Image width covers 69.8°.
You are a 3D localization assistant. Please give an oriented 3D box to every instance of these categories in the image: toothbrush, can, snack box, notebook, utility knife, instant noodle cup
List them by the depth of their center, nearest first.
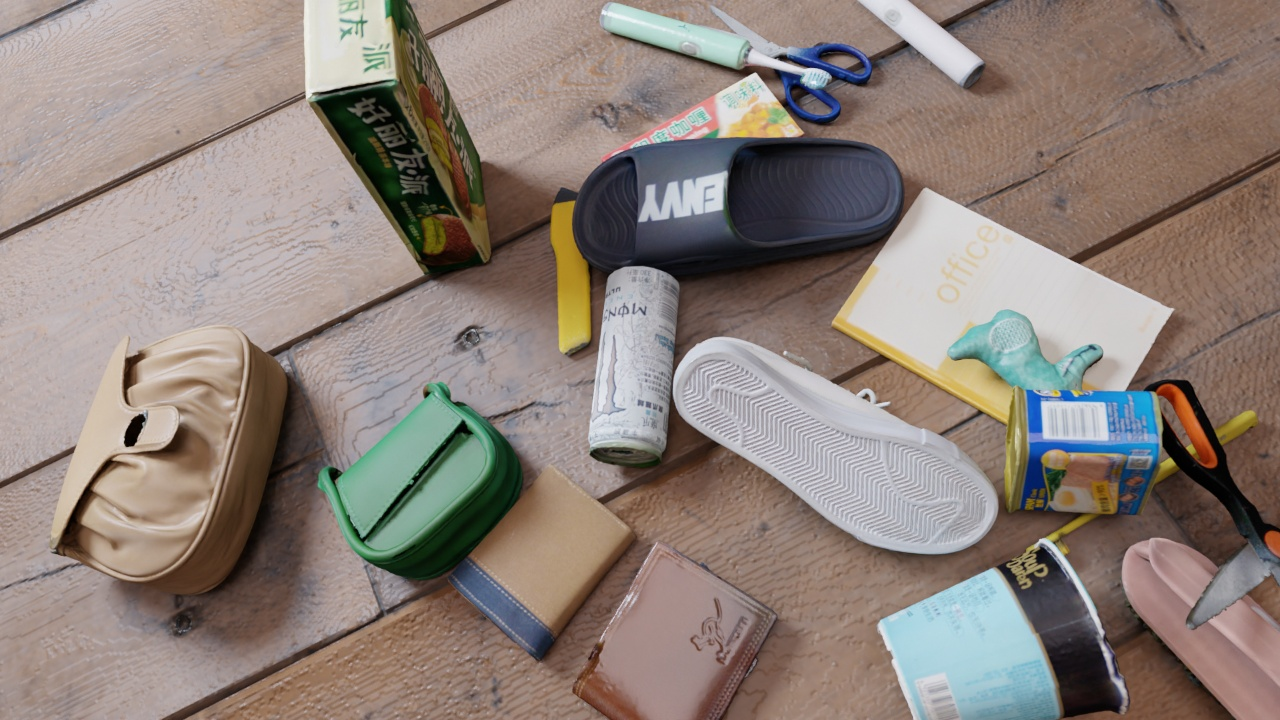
[{"bbox_3d":[0.219,0.184,0.578,0.120,0.111,0.111,-22,67,8],"label":"instant noodle cup"},{"bbox_3d":[0.288,0.061,0.604,0.083,0.102,0.057,0,56,17],"label":"can"},{"bbox_3d":[0.351,0.089,0.639,0.190,0.016,0.016,-30,72,-5],"label":"toothbrush"},{"bbox_3d":[-0.176,-0.171,0.695,0.063,0.240,0.114,-11,66,2],"label":"snack box"},{"bbox_3d":[-0.004,0.004,0.699,0.058,0.058,0.146,3,69,9],"label":"can"},{"bbox_3d":[0.273,-0.033,0.701,0.206,0.010,0.145,33,77,18],"label":"notebook"},{"bbox_3d":[-0.058,-0.076,0.762,0.033,0.015,0.153,-7,68,12],"label":"utility knife"},{"bbox_3d":[0.053,-0.176,0.780,0.155,0.027,0.077,-30,68,-5],"label":"snack box"},{"bbox_3d":[0.064,-0.278,0.812,0.225,0.026,0.027,23,63,20],"label":"toothbrush"},{"bbox_3d":[0.217,-0.319,0.815,0.026,0.027,0.221,-16,59,-45],"label":"toothbrush"}]

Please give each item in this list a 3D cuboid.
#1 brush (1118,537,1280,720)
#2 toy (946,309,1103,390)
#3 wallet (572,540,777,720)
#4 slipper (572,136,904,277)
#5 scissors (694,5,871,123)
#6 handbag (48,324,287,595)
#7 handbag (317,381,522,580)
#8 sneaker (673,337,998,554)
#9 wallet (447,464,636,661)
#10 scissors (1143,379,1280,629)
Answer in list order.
[{"bbox_3d":[0.366,0.172,0.573,0.063,0.073,0.145,-36,66,-6],"label":"brush"},{"bbox_3d":[0.285,0.002,0.665,0.096,0.030,0.092,-32,73,-12],"label":"toy"},{"bbox_3d":[0.024,0.202,0.631,0.101,0.032,0.124,29,75,15],"label":"wallet"},{"bbox_3d":[0.079,-0.131,0.710,0.268,0.083,0.110,-6,83,-3],"label":"slipper"},{"bbox_3d":[0.118,-0.264,0.815,0.171,0.012,0.140,4,69,12],"label":"scissors"},{"bbox_3d":[-0.362,0.069,0.700,0.148,0.100,0.204,-1,64,11],"label":"handbag"},{"bbox_3d":[-0.163,0.089,0.687,0.131,0.068,0.120,-42,62,-8],"label":"handbag"},{"bbox_3d":[0.134,0.056,0.656,0.242,0.090,0.090,28,104,-1],"label":"sneaker"},{"bbox_3d":[-0.071,0.144,0.667,0.090,0.033,0.115,36,76,16],"label":"wallet"},{"bbox_3d":[0.396,0.105,0.579,0.220,0.022,0.234,-6,56,-20],"label":"scissors"}]
